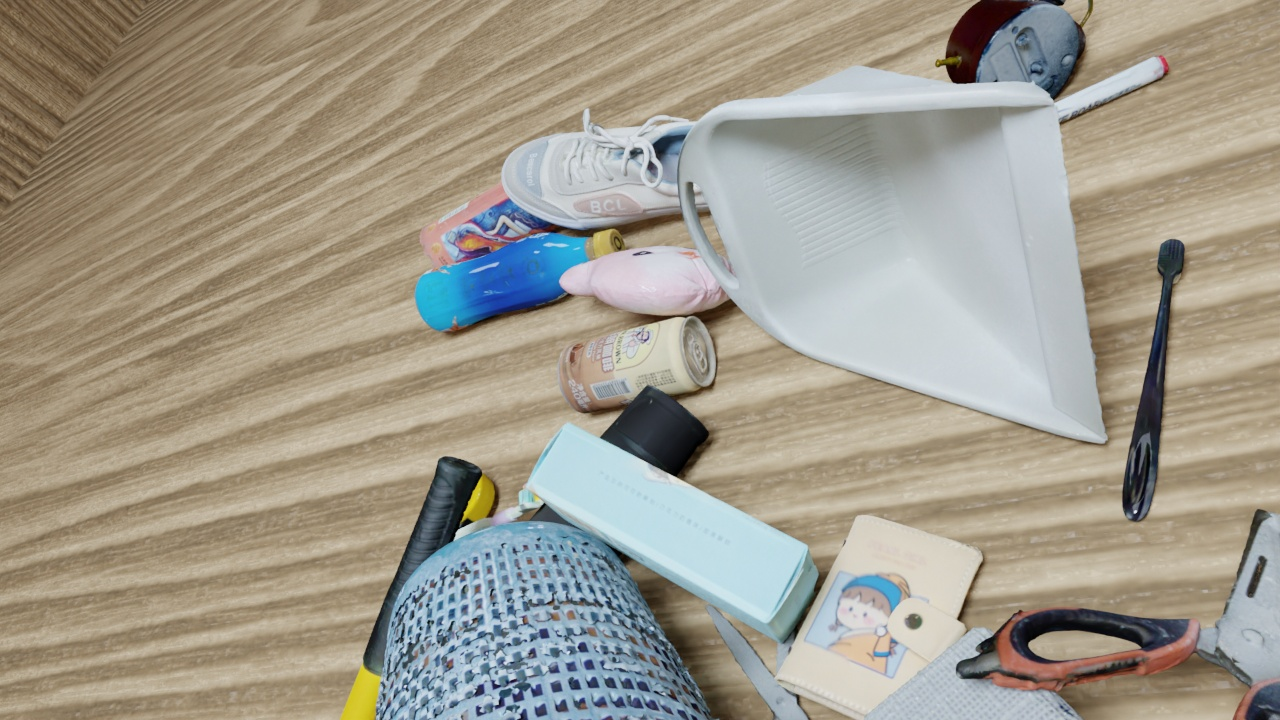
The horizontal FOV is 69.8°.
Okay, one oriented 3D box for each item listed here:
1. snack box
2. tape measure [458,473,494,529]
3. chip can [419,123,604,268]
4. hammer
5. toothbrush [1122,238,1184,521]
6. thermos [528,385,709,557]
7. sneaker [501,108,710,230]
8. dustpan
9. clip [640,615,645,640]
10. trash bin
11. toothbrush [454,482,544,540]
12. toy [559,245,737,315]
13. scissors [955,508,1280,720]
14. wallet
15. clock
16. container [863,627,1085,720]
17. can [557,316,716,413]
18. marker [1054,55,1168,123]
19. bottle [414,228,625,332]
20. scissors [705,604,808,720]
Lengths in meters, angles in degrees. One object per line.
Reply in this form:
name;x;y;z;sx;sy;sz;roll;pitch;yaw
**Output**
snack box;0.020;0.104;0.559;0.175;0.074;0.051;25;75;24
tape measure;-0.147;0.118;0.759;0.057;0.029;0.059;-16;48;28
chip can;-0.118;-0.154;0.923;0.215;0.071;0.071;-26;45;19
hammer;-0.179;0.209;0.634;0.129;0.032;0.301;26;94;63
toothbrush;0.295;0.008;0.525;0.016;0.018;0.180;6;63;33
thermos;-0.051;0.128;0.661;0.242;0.068;0.090;-50;15;-10
sneaker;-0.020;-0.167;0.797;0.242;0.090;0.089;1;83;19
dustpan;0.128;-0.064;0.566;0.142;0.223;0.257;-27;33;1
clip;-0.023;0.183;0.623;0.058;0.043;0.026;-18;49;31
trash bin;-0.054;0.202;0.493;0.227;0.226;0.195;-36;33;7
toothbrush;-0.129;0.129;0.702;0.190;0.020;0.029;-32;16;44
toy;0.004;-0.066;0.748;0.160;0.121;0.054;9;105;49
scissors;0.245;0.130;0.387;0.227;0.015;0.188;-5;32;4
wallet;0.139;0.147;0.520;0.087;0.024;0.115;9;54;43
clock;0.283;-0.235;0.678;0.122;0.082;0.055;-38;36;9
container;0.171;0.196;0.415;0.090;0.090;0.114;-40;39;2
can;-0.004;0.004;0.720;0.116;0.058;0.058;-13;50;29
marker;0.304;-0.180;0.666;0.145;0.017;0.017;-23;46;21
bottle;-0.114;-0.079;0.865;0.219;0.065;0.065;-13;50;29
scissors;0.083;0.205;0.531;0.181;0.014;0.159;20;68;47
